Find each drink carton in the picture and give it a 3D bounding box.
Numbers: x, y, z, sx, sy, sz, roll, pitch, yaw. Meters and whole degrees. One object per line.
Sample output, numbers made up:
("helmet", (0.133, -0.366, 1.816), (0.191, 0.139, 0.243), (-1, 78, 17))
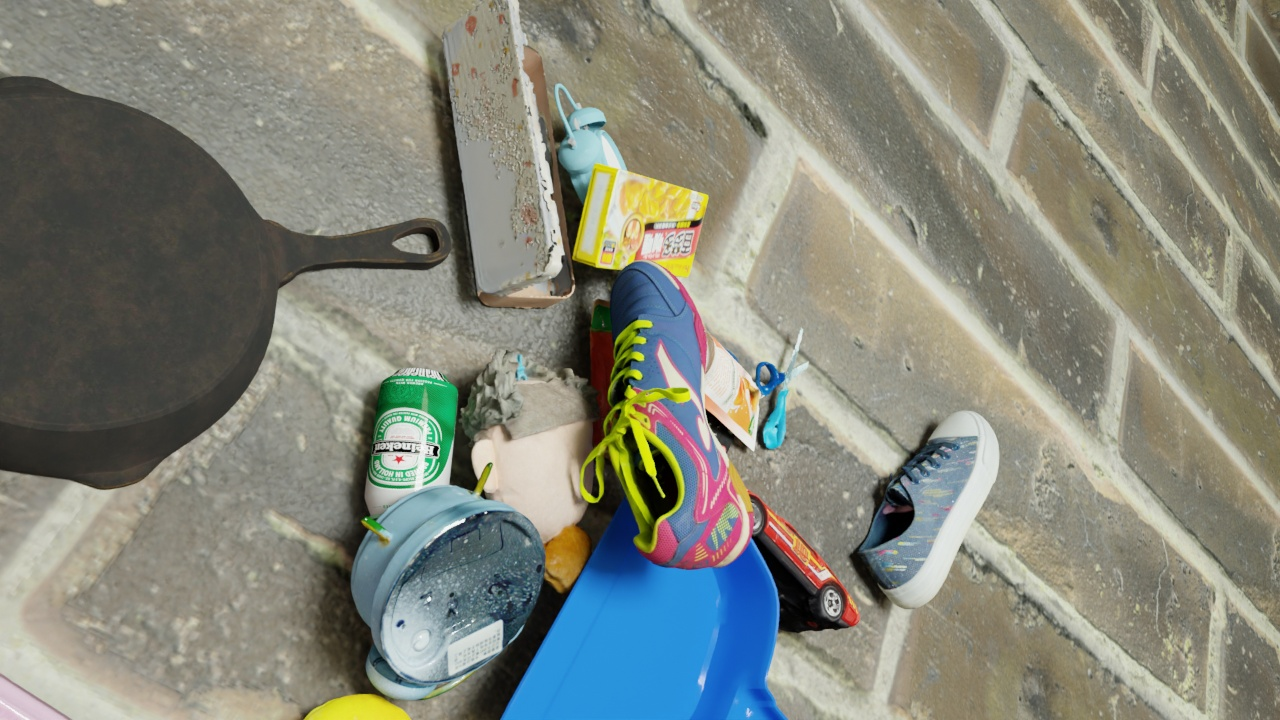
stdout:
("drink carton", (0.076, 0.025, 0.799), (0.122, 0.039, 0.069), (42, 49, -45))

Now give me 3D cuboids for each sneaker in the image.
("sneaker", (0.007, 0.025, 0.635), (0.091, 0.117, 0.241), (9, 52, -37))
("sneaker", (0.288, 0.130, 0.922), (0.079, 0.088, 0.234), (43, 58, -14))

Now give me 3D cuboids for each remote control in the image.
("remote control", (0.035, 0.036, 0.791), (0.124, 0.010, 0.039), (43, 55, -21))

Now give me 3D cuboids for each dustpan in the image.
("dustpan", (0.049, 0.236, 0.662), (0.257, 0.060, 0.244), (54, 46, -25))

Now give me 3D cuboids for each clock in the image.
("clock", (-0.120, 0.150, 0.575), (0.117, 0.060, 0.162), (-19, 122, -40))
("clock", (-0.043, -0.166, 0.743), (0.087, 0.042, 0.123), (-89, 155, -53))

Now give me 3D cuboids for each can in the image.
("can", (-0.151, 0.058, 0.609), (0.053, 0.053, 0.101), (16, 68, -35))

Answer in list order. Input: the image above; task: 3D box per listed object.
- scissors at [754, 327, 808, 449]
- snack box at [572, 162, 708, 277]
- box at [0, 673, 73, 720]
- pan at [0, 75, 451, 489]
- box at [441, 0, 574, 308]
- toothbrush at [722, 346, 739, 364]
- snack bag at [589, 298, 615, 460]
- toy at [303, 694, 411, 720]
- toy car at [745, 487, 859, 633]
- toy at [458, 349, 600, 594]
("scissors", (0.133, 0.012, 0.852), (0.132, 0.015, 0.110), (-64, 144, -28))
("snack box", (0.004, -0.110, 0.746), (0.152, 0.025, 0.075), (-3, 110, -60))
("box", (-0.265, 0.191, 0.408), (0.233, 0.180, 0.059), (47, 71, -20))
("pan", (-0.268, -0.063, 0.557), (0.355, 0.043, 0.248), (-13, 86, -40))
("box", (-0.094, -0.151, 0.705), (0.107, 0.095, 0.216), (11, 68, -65))
("toothbrush", (0.040, -0.016, 0.806), (0.132, 0.016, 0.021), (21, 68, -32))
("snack bag", (-0.004, 0.004, 0.741), (0.087, 0.044, 0.155), (10, 75, -39))
("toy", (-0.171, 0.249, 0.548), (0.094, 0.041, 0.095), (-28, 92, -44))
("toy car", (0.100, 0.163, 0.761), (0.189, 0.082, 0.056), (45, 48, -19))
("toy", (-0.073, 0.078, 0.654), (0.132, 0.076, 0.176), (-3, 78, -55))
